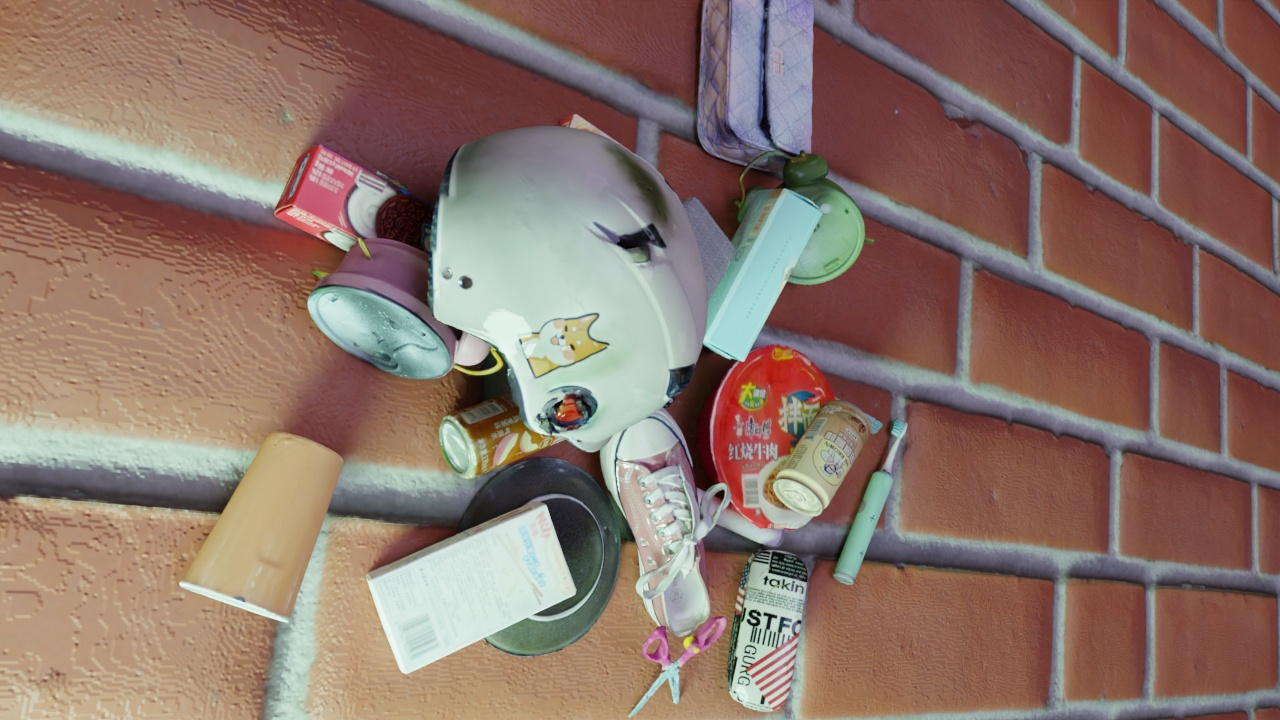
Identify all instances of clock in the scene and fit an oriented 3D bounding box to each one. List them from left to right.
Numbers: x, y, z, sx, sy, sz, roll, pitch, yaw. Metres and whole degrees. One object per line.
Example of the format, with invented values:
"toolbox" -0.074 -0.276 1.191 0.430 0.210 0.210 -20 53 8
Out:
"clock" -0.177 -0.031 0.722 0.158 0.117 0.059 39 55 -27
"clock" 0.173 -0.158 1.000 0.161 0.116 0.056 46 25 -21

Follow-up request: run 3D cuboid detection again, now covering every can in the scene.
"can" -0.101 0.053 0.807 0.147 0.058 0.058 -20 98 -36
"can" 0.187 0.098 0.939 0.058 0.059 0.116 51 59 -22

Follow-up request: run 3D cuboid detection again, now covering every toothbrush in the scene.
"toothbrush" 0.066 0.149 0.946 0.221 0.027 0.026 29 93 -32
"toothbrush" 0.283 0.167 1.109 0.027 0.027 0.224 32 66 -7

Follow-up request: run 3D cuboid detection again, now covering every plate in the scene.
"plate" -0.085 0.178 0.830 0.179 0.024 0.179 4 83 -37

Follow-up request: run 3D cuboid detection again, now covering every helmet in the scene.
"helmet" -0.029 -0.066 0.714 0.274 0.157 0.229 53 30 -32

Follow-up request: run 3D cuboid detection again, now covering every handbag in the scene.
"handbag" 0.133 -0.312 1.005 0.134 0.076 0.193 6 83 -37

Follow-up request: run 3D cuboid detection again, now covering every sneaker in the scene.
"sneaker" 0.029 0.153 0.860 0.118 0.088 0.241 -17 104 -23

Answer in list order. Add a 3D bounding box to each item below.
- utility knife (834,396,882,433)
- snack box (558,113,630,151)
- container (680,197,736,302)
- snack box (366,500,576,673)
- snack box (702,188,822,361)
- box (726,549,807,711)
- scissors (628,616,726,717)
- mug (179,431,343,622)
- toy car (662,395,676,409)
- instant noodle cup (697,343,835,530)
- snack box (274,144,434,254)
"utility knife" 0.213 0.046 1.077 0.220 0.022 0.031 27 76 -37
"snack box" -0.063 -0.150 0.874 0.075 0.026 0.152 28 70 -33
"container" 0.025 -0.091 0.898 0.090 0.090 0.114 50 57 -23
"snack box" -0.139 0.186 0.765 0.156 0.027 0.085 -21 98 -23
"snack box" 0.112 -0.088 0.930 0.051 0.074 0.175 28 92 -15
"box" 0.127 0.282 0.974 0.075 0.083 0.163 10 79 1
"scissors" 0.028 0.290 0.876 0.133 0.017 0.130 -49 137 2
"mug" -0.268 0.118 0.668 0.078 0.078 0.122 33 62 -31
"toy car" -0.005 0.005 0.900 0.105 0.032 0.048 48 61 -19
"instant noodle cup" 0.128 0.082 0.974 0.193 0.066 0.193 5 82 -37
"snack box" -0.187 -0.100 0.756 0.207 0.057 0.058 27 73 -33
